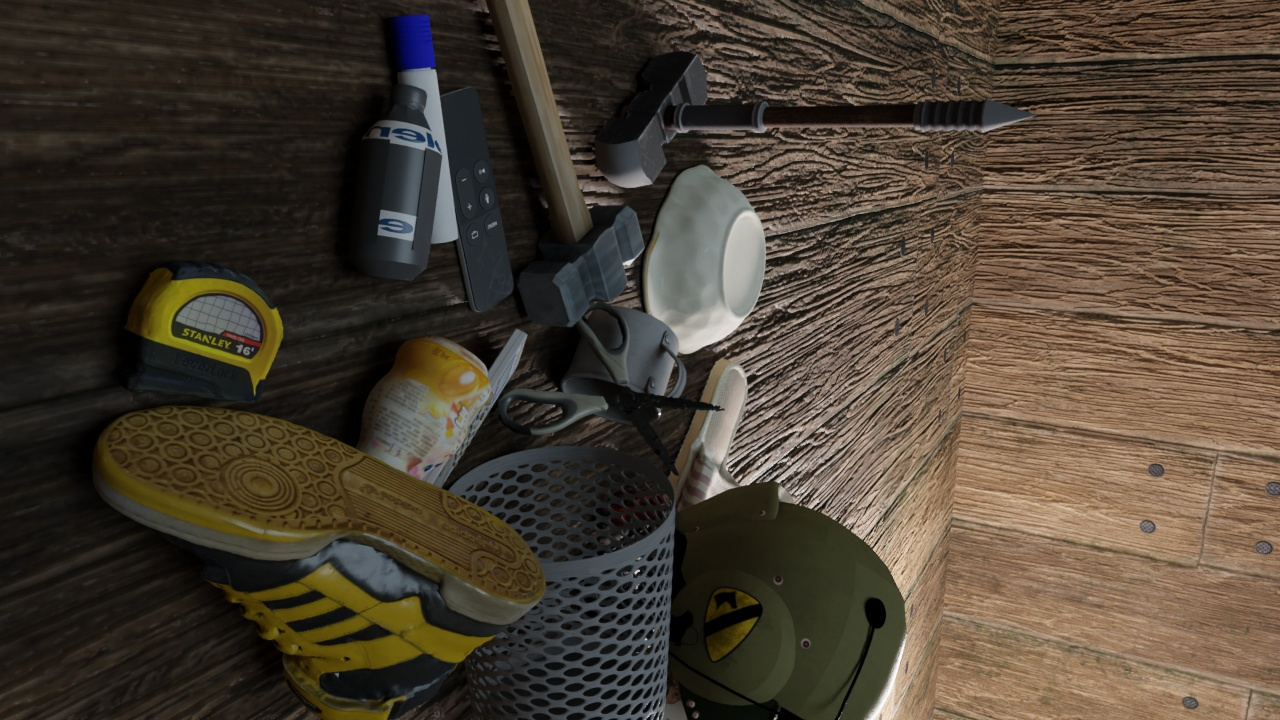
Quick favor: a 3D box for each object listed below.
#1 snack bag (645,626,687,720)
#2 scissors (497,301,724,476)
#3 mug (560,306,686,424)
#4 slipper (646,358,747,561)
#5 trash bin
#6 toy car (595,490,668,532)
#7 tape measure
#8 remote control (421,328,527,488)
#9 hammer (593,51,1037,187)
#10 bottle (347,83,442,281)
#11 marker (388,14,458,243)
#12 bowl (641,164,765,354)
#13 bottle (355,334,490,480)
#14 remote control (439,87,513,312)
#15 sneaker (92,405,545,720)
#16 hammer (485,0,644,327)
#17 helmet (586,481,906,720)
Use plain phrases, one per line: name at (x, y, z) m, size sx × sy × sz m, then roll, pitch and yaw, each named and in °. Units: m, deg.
snack bag at (0.064, 0.312, 0.942) m, size 0.094 × 0.070 × 0.205 m, roll 39°, pitch 57°, yaw -17°
scissors at (-0.024, 0.019, 0.683) m, size 0.013 × 0.170 × 0.157 m, roll 92°, pitch -7°, yaw -58°
mug at (-0.004, 0.004, 0.739) m, size 0.084 × 0.113 × 0.070 m, roll 40°, pitch 58°, yaw -39°
slipper at (0.073, 0.120, 0.973) m, size 0.115 × 0.052 × 0.262 m, roll 55°, pitch 50°, yaw -53°
trash bin at (-0.054, 0.177, 0.652) m, size 0.156 × 0.157 × 0.183 m, roll -34°, pitch 128°, yaw -54°
toy car at (-0.006, 0.139, 0.844) m, size 0.091 × 0.042 × 0.036 m, roll -2°, pitch 92°, yaw -62°
tape measure at (-0.207, -0.015, 0.436) m, size 0.065 × 0.037 × 0.064 m, roll 11°, pitch 93°, yaw -48°
remote control at (-0.115, 0.041, 0.622) m, size 0.135 × 0.011 × 0.050 m, roll -62°, pitch -179°, yaw -32°
hammer at (0.129, -0.189, 0.709) m, size 0.155 × 0.323 × 0.043 m, roll -61°, pitch 145°, yaw -34°
bottle at (-0.140, -0.102, 0.529) m, size 0.047 × 0.047 × 0.112 m, roll 8°, pitch 90°, yaw -62°
marker at (-0.131, -0.140, 0.561) m, size 0.027 × 0.023 × 0.133 m, roll -69°, pitch 157°, yaw -68°
bowl at (0.078, -0.098, 0.919) m, size 0.218 × 0.060 × 0.188 m, roll -32°, pitch 124°, yaw -54°
bottle at (-0.138, 0.040, 0.553) m, size 0.109 × 0.063 × 0.063 m, roll -61°, pitch 146°, yaw -19°
remote control at (-0.112, -0.106, 0.619) m, size 0.045 × 0.008 × 0.147 m, roll -42°, pitch 133°, yaw -50°
sneaker at (-0.178, 0.114, 0.482) m, size 0.238 × 0.086 × 0.122 m, roll 29°, pitch 111°, yaw -31°
hammer at (-0.073, -0.183, 0.635) m, size 0.117 × 0.051 × 0.323 m, roll -51°, pitch 137°, yaw -43°
helmet at (0.098, 0.228, 0.807) m, size 0.232 × 0.256 × 0.250 m, roll -62°, pitch 148°, yaw -22°
